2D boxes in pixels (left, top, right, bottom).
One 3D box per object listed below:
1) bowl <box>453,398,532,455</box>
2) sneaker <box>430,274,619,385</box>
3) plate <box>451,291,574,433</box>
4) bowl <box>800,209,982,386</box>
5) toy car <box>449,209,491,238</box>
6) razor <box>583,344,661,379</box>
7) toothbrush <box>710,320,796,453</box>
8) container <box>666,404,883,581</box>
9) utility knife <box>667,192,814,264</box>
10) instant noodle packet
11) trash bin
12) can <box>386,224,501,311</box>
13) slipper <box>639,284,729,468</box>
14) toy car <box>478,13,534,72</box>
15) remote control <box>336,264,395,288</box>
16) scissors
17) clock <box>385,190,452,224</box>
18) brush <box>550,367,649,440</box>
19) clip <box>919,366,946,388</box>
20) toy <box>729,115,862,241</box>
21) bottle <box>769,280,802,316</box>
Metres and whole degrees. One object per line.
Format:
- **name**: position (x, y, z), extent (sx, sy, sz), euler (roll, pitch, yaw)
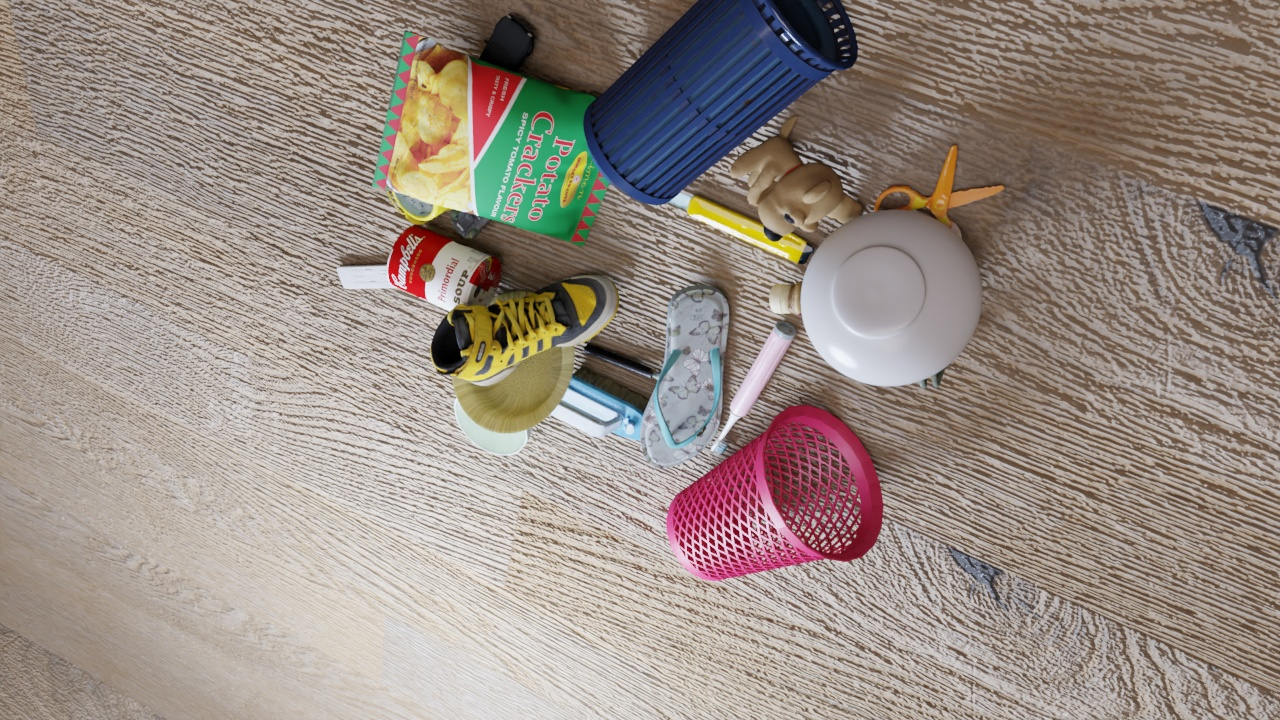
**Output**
- **bowl**: position (-0.194, 0.069, 1.277), extent (0.117, 0.061, 0.118), euler (13, 126, 19)
- **sneaker**: position (-0.149, -0.043, 1.105), extent (0.239, 0.122, 0.086), euler (-28, 74, 20)
- **plate**: position (-0.158, 0.005, 1.191), extent (0.185, 0.036, 0.184), euler (-5, 78, 24)
- **bowl**: position (0.237, -0.064, 0.894), extent (0.177, 0.066, 0.176), euler (-1, 87, 26)
- **toy car**: position (-0.194, -0.185, 1.118), extent (0.042, 0.036, 0.091), euler (47, 130, -9)
- **razor**: position (-0.007, 0.007, 1.164), extent (0.144, 0.022, 0.043), euler (17, 127, 16)
- **toothbrush**: position (0.131, 0.040, 1.115), extent (0.026, 0.027, 0.223), euler (30, 131, 6)
- **container**: position (0.147, 0.181, 1.119), extent (0.183, 0.182, 0.226), euler (46, 137, -8)
- **utility knife**: position (0.099, -0.153, 1.003), extent (0.191, 0.017, 0.031), euler (24, 125, 7)
- **instant noodle packet**: position (-0.152, -0.234, 1.012), extent (0.252, 0.090, 0.196), euler (14, 132, -15)
- **trash bin**: position (0.063, -0.261, 0.872), extent (0.139, 0.138, 0.250), euler (49, 131, -10)
- **can**: position (-0.248, -0.112, 1.163), extent (0.116, 0.086, 0.087), euler (24, 129, 11)
- **slipper**: position (0.063, 0.036, 1.112), extent (0.098, 0.054, 0.269), euler (3, 123, -12)
- **toy car**: position (-0.156, -0.324, 1.005), extent (0.046, 0.034, 0.112), euler (41, 130, -3)
- **remote control**: position (-0.363, -0.117, 1.267), extent (0.131, 0.012, 0.033), euler (1, 120, 26)
- **scissors**: position (0.297, -0.149, 0.909), extent (0.126, 0.011, 0.128), euler (-10, 118, 34)
- **clock**: position (-0.269, -0.212, 1.126), extent (0.119, 0.057, 0.083), euler (-12, 115, 42)
- **brush**: position (-0.044, 0.069, 1.191), extent (0.136, 0.075, 0.055), euler (25, 130, 10)
- **clip**: position (0.315, 0.002, 0.964), extent (0.051, 0.078, 0.023), euler (-14, 115, 17)
- **toy**: position (0.151, -0.175, 0.919), extent (0.106, 0.134, 0.108), euler (-47, 67, 19)
- **bottle**: position (0.220, -0.065, 0.974), extent (0.166, 0.059, 0.060), euler (2, 122, 26)
